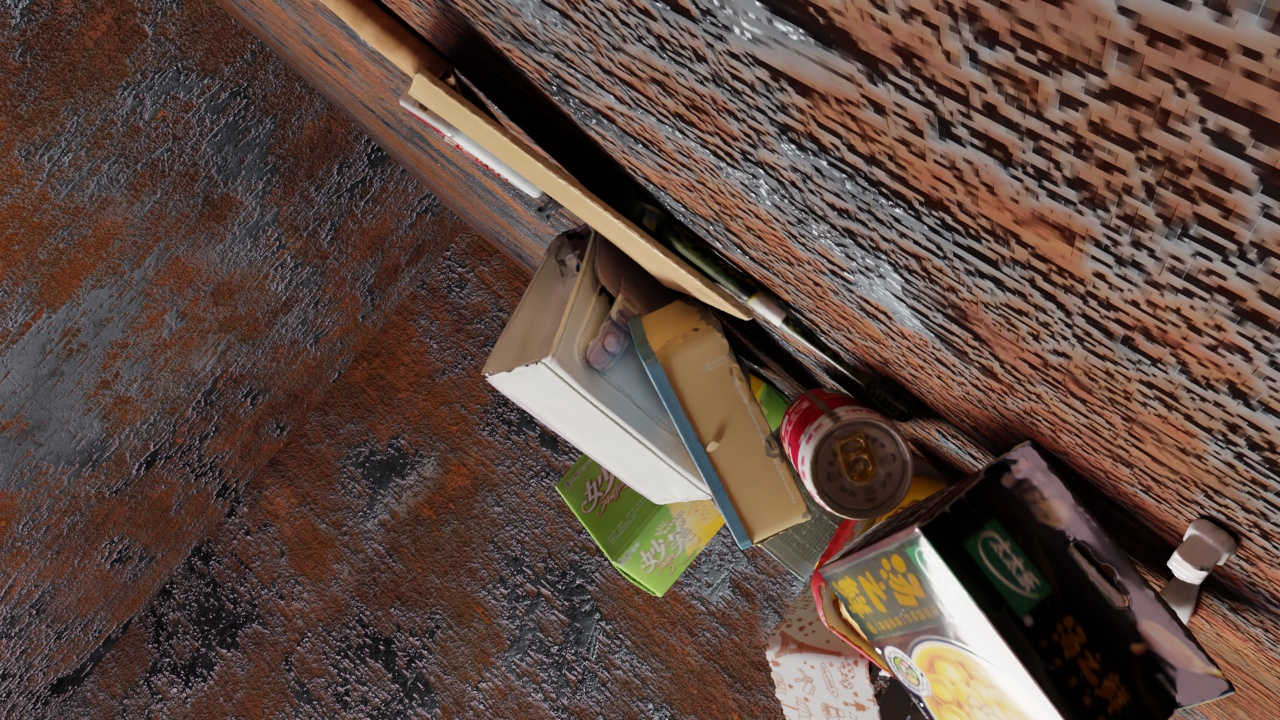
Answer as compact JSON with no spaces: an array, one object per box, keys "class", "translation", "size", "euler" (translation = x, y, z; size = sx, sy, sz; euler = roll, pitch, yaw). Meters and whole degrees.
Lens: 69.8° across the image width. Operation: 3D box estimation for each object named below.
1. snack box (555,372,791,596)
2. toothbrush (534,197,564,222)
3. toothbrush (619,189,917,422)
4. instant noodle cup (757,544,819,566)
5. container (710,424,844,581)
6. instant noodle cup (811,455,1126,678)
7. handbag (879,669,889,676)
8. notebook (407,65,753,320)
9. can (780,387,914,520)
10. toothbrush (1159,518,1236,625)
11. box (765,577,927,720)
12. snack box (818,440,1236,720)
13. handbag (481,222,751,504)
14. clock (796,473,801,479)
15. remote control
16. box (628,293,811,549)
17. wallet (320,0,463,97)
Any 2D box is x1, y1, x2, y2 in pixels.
[{"class":"snack box","translation":[0.032,0.092,0.863],"size":[0.070,0.210,0.158],"euler":[43,177,-31]},{"class":"toothbrush","translation":[-0.064,-0.123,0.710],"size":[0.015,0.018,0.181],"euler":[46,175,-12]},{"class":"toothbrush","translation":[0.060,-0.031,0.458],"size":[0.186,0.012,0.017],"euler":[39,172,15]},{"class":"instant noodle cup","translation":[0.173,0.141,0.834],"size":[0.114,0.118,0.118],"euler":[32,176,18]},{"class":"container","translation":[0.127,0.101,0.736],"size":[0.090,0.111,0.090],"euler":[39,178,4]},{"class":"instant noodle cup","translation":[0.181,0.128,0.509],"size":[0.116,0.116,0.124],"euler":[40,167,-25]},{"class":"handbag","translation":[0.285,0.256,0.843],"size":[0.194,0.075,0.134],"euler":[11,-178,-10]},{"class":"notebook","translation":[-0.040,-0.094,0.528],"size":[0.211,0.012,0.149],"euler":[34,-178,-20]},{"class":"can","translation":[0.107,0.047,0.494],"size":[0.053,0.053,0.132],"euler":[40,-175,0]},{"class":"toothbrush","translation":[0.206,0.089,0.351],"size":[0.016,0.016,0.180],"euler":[41,179,33]},{"class":"box","translation":[0.222,0.218,0.628],"size":[0.194,0.182,0.157],"euler":[-6,111,41]},{"class":"snack box","translation":[0.147,0.109,0.382],"size":[0.113,0.053,0.126],"euler":[53,158,13]},{"class":"handbag","translation":[-0.004,0.004,0.715],"size":[0.099,0.144,0.197],"euler":[-17,135,40]},{"class":"clock","translation":[0.148,0.078,0.616],"size":[0.082,0.055,0.122],"euler":[40,-179,24]},{"class":"remote control","translation":[-0.115,-0.152,0.651],"size":[0.056,0.020,0.136],"euler":[34,-177,22]},{"class":"box","translation":[0.052,0.035,0.628],"size":[0.184,0.060,0.089],"euler":[60,-175,-19]},{"class":"wallet","translation":[-0.160,-0.204,0.600],"size":[0.101,0.020,0.115],"euler":[39,-179,-5]}]
